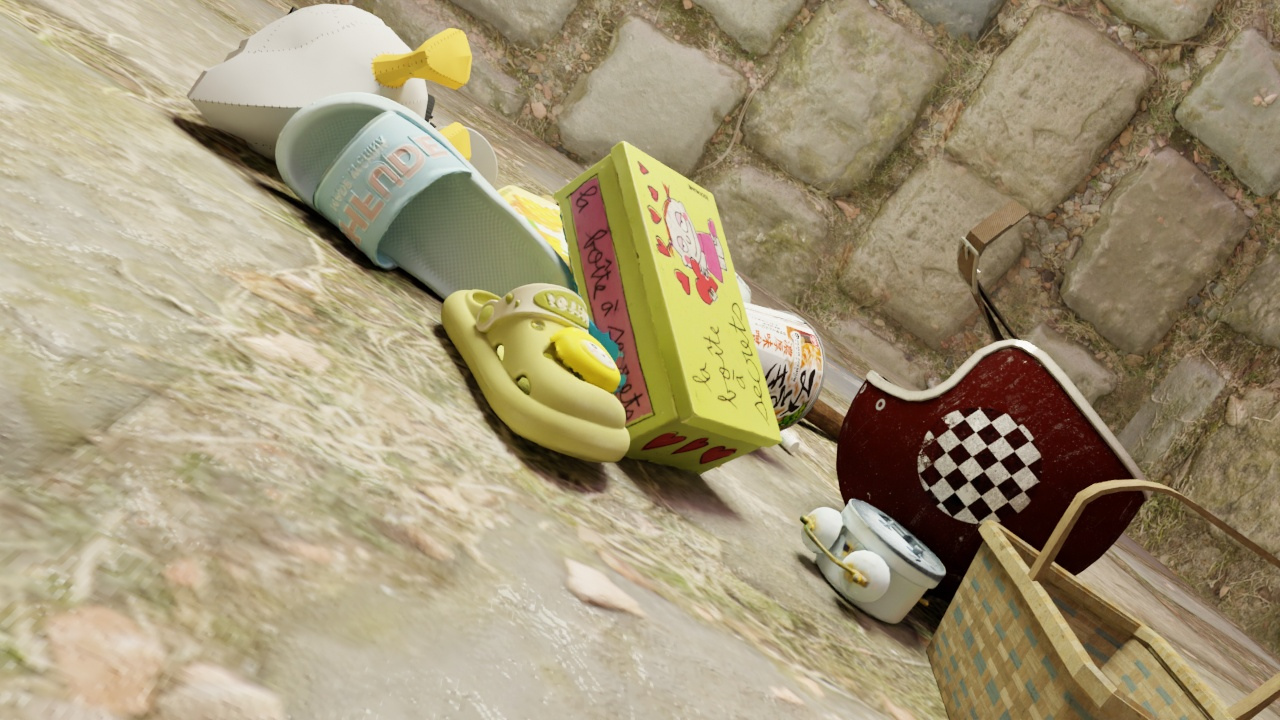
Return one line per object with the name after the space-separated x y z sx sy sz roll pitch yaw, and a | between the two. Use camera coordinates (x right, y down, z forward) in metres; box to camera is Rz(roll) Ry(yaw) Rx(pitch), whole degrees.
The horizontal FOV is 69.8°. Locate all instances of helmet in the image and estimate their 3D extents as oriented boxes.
0.285 0.072 0.756 0.233 0.254 0.233 58 14 28 | helmet

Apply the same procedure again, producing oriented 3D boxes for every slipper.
-0.060 -0.008 0.587 0.091 0.082 0.190 26 11 -43 | slipper
-0.153 -0.103 0.666 0.245 0.104 0.074 38 9 -4 | slipper

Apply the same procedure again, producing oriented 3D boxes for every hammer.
0.183 0.039 1.064 0.300 0.037 0.218 31 -4 -35 | hammer

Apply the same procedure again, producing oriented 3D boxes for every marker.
0.121 0.051 0.988 0.017 0.017 0.145 22 16 -44 | marker

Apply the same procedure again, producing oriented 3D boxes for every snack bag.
-0.082 -0.086 0.823 0.159 0.068 0.247 28 16 -5 | snack bag

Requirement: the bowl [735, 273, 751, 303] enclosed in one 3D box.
0.075 -0.059 1.124 0.117 0.118 0.061 30 50 -21 | bowl

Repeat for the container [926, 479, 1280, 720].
0.284 0.171 0.535 0.157 0.186 0.249 35 12 3 | container

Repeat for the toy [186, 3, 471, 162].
-0.272 -0.228 0.776 0.268 0.141 0.246 13 23 20 | toy

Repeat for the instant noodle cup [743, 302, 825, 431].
0.087 -0.003 0.842 0.121 0.124 0.123 21 18 -51 | instant noodle cup

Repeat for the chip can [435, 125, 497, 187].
-0.193 -0.202 0.938 0.075 0.075 0.215 30 5 -19 | chip can

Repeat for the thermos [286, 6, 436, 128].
-0.323 -0.310 1.053 0.198 0.086 0.086 27 14 -30 | thermos

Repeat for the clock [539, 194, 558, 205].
-0.073 -0.126 1.011 0.158 0.081 0.117 24 19 -51 | clock

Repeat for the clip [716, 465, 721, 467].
0.057 0.054 0.743 0.054 0.049 0.044 36 -23 11 | clip

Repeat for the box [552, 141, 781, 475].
0.019 -0.034 0.671 0.124 0.082 0.220 21 46 -48 | box

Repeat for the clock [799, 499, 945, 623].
0.161 0.139 0.652 0.117 0.057 0.083 25 15 -37 | clock
